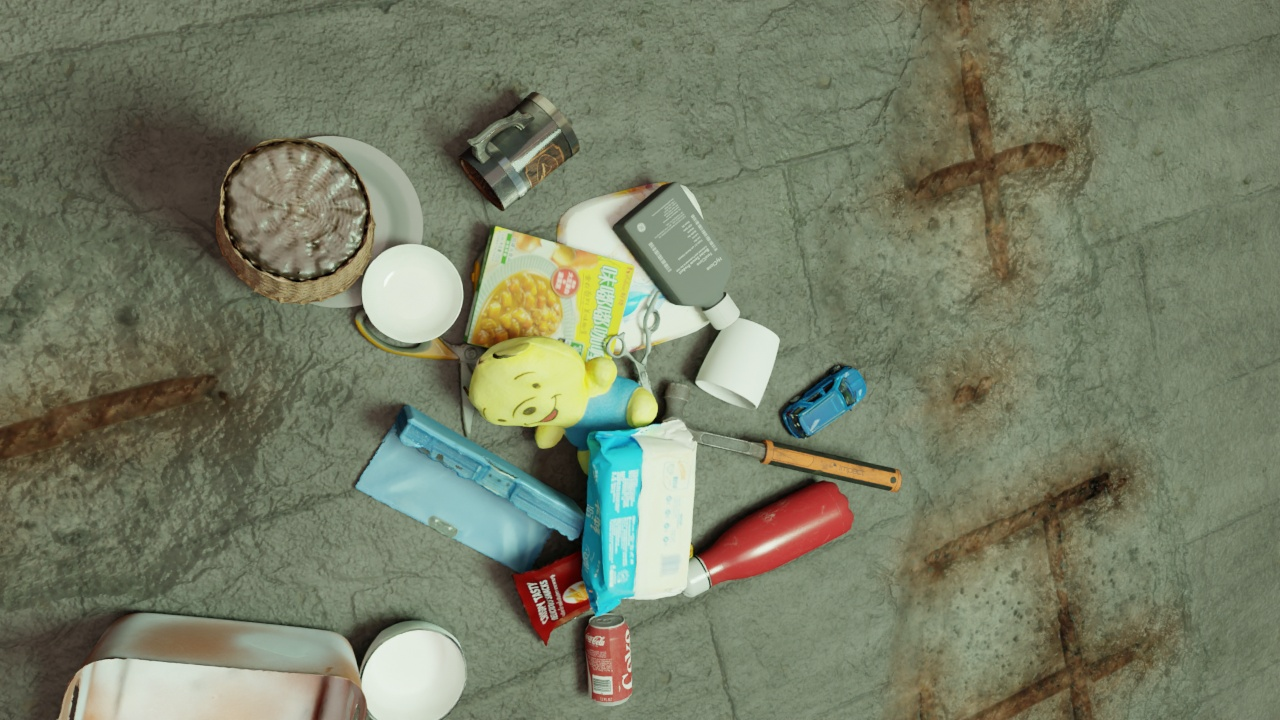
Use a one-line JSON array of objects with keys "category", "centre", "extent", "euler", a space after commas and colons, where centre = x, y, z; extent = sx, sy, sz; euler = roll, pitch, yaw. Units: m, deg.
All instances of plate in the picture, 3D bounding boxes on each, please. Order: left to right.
[{"category": "plate", "centre": [-0.321, -0.145, 0.968], "extent": [0.178, 0.012, 0.178], "euler": [-2, 96, -20]}, {"category": "plate", "centre": [-0.243, -0.071, 0.977], "extent": [0.104, 0.026, 0.104], "euler": [-1, 93, -17]}, {"category": "plate", "centre": [0.003, -0.109, 1.085], "extent": [0.186, 0.016, 0.187], "euler": [-17, 101, -17]}]

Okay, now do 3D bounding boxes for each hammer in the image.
[{"category": "hammer", "centre": [0.169, 0.128, 1.118], "extent": [0.314, 0.035, 0.137], "euler": [13, 77, -10]}]

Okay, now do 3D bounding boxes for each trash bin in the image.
[{"category": "trash bin", "centre": [-0.420, 0.361, 0.907], "extent": [0.259, 0.157, 0.181], "euler": [12, 91, -22]}, {"category": "trash bin", "centre": [-0.318, -0.124, 0.851], "extent": [0.151, 0.210, 0.151], "euler": [-2, 96, -19]}]

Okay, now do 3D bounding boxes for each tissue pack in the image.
[{"category": "tissue pack", "centre": [-0.002, 0.171, 0.994], "extent": [0.116, 0.066, 0.209], "euler": [-4, 102, -25]}]

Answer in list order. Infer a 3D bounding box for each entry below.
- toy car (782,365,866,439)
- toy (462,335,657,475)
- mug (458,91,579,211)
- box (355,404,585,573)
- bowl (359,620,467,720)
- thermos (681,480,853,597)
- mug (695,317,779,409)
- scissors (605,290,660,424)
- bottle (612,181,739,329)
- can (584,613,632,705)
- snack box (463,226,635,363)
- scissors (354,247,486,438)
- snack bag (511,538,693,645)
[{"category": "toy car", "centre": [0.239, 0.055, 1.173], "extent": [0.120, 0.044, 0.056], "euler": [-35, 105, -14]}, {"category": "toy", "centre": [-0.092, 0.038, 1.005], "extent": [0.213, 0.083, 0.149], "euler": [25, 129, -31]}, {"category": "mug", "centre": [-0.133, -0.230, 0.976], "extent": [0.107, 0.116, 0.080], "euler": [-43, 74, -10]}, {"category": "box", "centre": [-0.185, 0.156, 1.007], "extent": [0.231, 0.094, 0.112], "euler": [33, 86, -20]}, {"category": "bowl", "centre": [-0.253, 0.339, 1.012], "extent": [0.116, 0.066, 0.116], "euler": [-2, 96, -20]}, {"category": "thermos", "centre": [0.149, 0.226, 1.141], "extent": [0.239, 0.073, 0.073], "euler": [-22, 102, -16]}, {"category": "mug", "centre": [0.128, 0.009, 1.118], "extent": [0.114, 0.081, 0.087], "euler": [37, 74, -50]}, {"category": "scissors", "centre": [0.009, 0.004, 1.085], "extent": [0.146, 0.014, 0.141], "euler": [-56, 133, -18]}, {"category": "bottle", "centre": [0.054, -0.112, 1.068], "extent": [0.083, 0.046, 0.174], "euler": [-41, 107, -12]}, {"category": "can", "centre": [-0.038, 0.357, 1.098], "extent": [0.054, 0.054, 0.096], "euler": [-5, 97, -19]}, {"category": "snack box", "centre": [-0.101, -0.065, 1.028], "extent": [0.168, 0.027, 0.132], "euler": [13, 93, -21]}, {"category": "scissors", "centre": [-0.206, -0.026, 1.019], "extent": [0.229, 0.016, 0.225], "euler": [5, 95, -21]}, {"category": "snack bag", "centre": [-0.038, 0.245, 1.066], "extent": [0.207, 0.066, 0.139], "euler": [-28, 140, -17]}]
